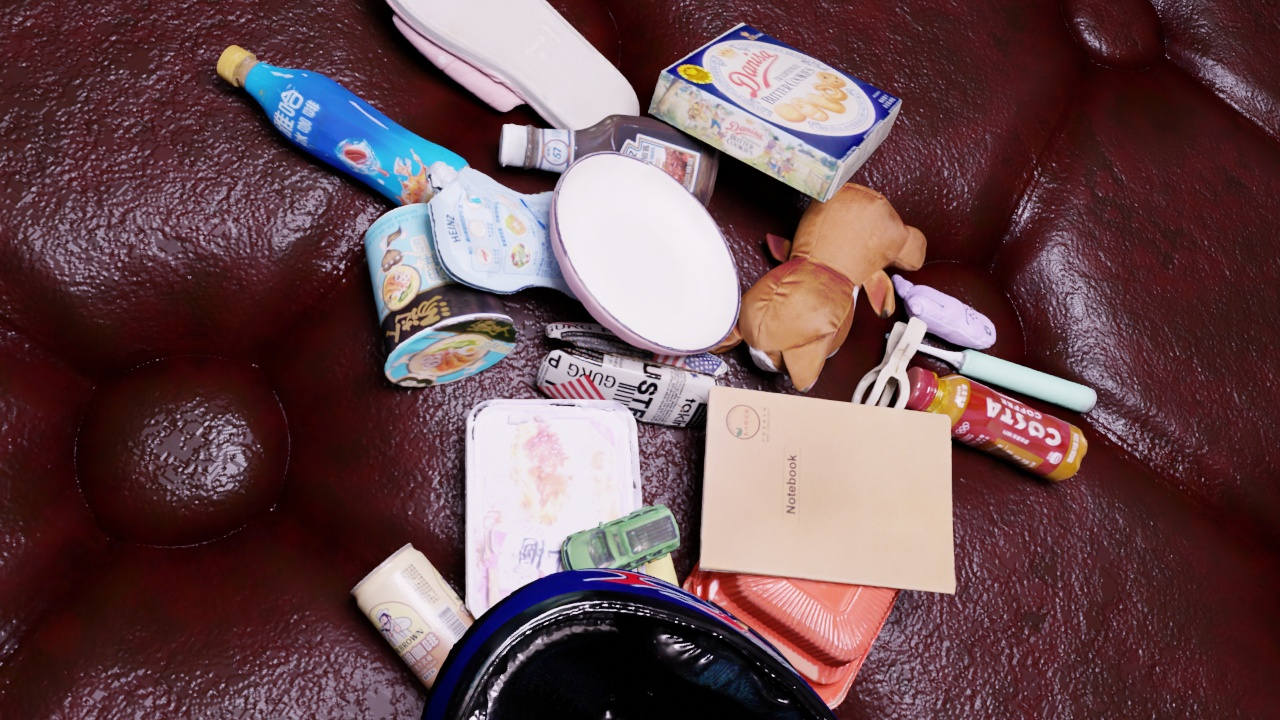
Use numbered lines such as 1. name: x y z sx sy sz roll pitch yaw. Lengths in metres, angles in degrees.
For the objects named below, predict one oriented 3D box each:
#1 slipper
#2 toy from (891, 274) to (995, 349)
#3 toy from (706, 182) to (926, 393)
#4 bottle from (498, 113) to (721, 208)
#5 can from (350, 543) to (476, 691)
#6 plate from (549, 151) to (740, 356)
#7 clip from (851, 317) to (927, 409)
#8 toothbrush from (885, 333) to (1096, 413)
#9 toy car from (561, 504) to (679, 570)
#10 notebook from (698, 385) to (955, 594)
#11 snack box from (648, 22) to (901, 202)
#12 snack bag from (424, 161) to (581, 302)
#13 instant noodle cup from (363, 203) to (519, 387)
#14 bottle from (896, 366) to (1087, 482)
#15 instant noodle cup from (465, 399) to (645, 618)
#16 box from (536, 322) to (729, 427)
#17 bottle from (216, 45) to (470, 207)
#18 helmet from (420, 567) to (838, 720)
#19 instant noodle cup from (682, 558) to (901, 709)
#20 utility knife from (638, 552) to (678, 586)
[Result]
1. slipper: -0.120 -0.286 0.841 0.274 0.055 0.114 34 70 -16
2. toy: 0.294 -0.043 0.885 0.108 0.039 0.083 21 27 -13
3. toy: 0.158 -0.061 0.826 0.199 0.140 0.130 -50 132 -22
4. bottle: -0.028 -0.182 0.825 0.194 0.080 0.044 4 28 -14
5. can: -0.154 0.196 0.675 0.058 0.059 0.116 -40 86 -23
6. plate: 0.001 -0.085 0.769 0.192 0.039 0.192 21 52 -30
7. clip: 0.233 0.010 0.833 0.034 0.081 0.104 29 95 -6
8. toothbrush: 0.342 0.010 0.894 0.224 0.027 0.026 17 98 -10
9. toy car: -0.014 0.137 0.684 0.091 0.036 0.043 -19 80 -17
10. notebook: 0.152 0.103 0.732 0.207 0.008 0.147 7 71 -8
11. snack box: 0.128 -0.233 0.843 0.182 0.046 0.177 31 42 12
12. snack bag: -0.093 -0.100 0.747 0.190 0.039 0.110 3 71 -50
13. instant noodle cup: -0.168 -0.056 0.734 0.111 0.111 0.120 -17 70 -20
14. bottle: 0.325 0.057 0.856 0.175 0.058 0.057 23 68 -7
15. instant noodle cup: -0.070 0.120 0.723 0.138 0.060 0.173 1 74 -16
16. box: -0.004 -0.001 0.785 0.163 0.076 0.087 13 50 -9
17. bottle: -0.250 -0.194 0.771 0.218 0.065 0.065 32 67 -4
18. helmet: -0.010 0.266 0.588 0.315 0.241 0.246 43 68 -12
19. instant noodle cup: 0.141 0.172 0.756 0.164 0.079 0.188 33 72 1
20. utility knife: 0.027 0.231 0.735 0.031 0.021 0.198 -17 70 12
